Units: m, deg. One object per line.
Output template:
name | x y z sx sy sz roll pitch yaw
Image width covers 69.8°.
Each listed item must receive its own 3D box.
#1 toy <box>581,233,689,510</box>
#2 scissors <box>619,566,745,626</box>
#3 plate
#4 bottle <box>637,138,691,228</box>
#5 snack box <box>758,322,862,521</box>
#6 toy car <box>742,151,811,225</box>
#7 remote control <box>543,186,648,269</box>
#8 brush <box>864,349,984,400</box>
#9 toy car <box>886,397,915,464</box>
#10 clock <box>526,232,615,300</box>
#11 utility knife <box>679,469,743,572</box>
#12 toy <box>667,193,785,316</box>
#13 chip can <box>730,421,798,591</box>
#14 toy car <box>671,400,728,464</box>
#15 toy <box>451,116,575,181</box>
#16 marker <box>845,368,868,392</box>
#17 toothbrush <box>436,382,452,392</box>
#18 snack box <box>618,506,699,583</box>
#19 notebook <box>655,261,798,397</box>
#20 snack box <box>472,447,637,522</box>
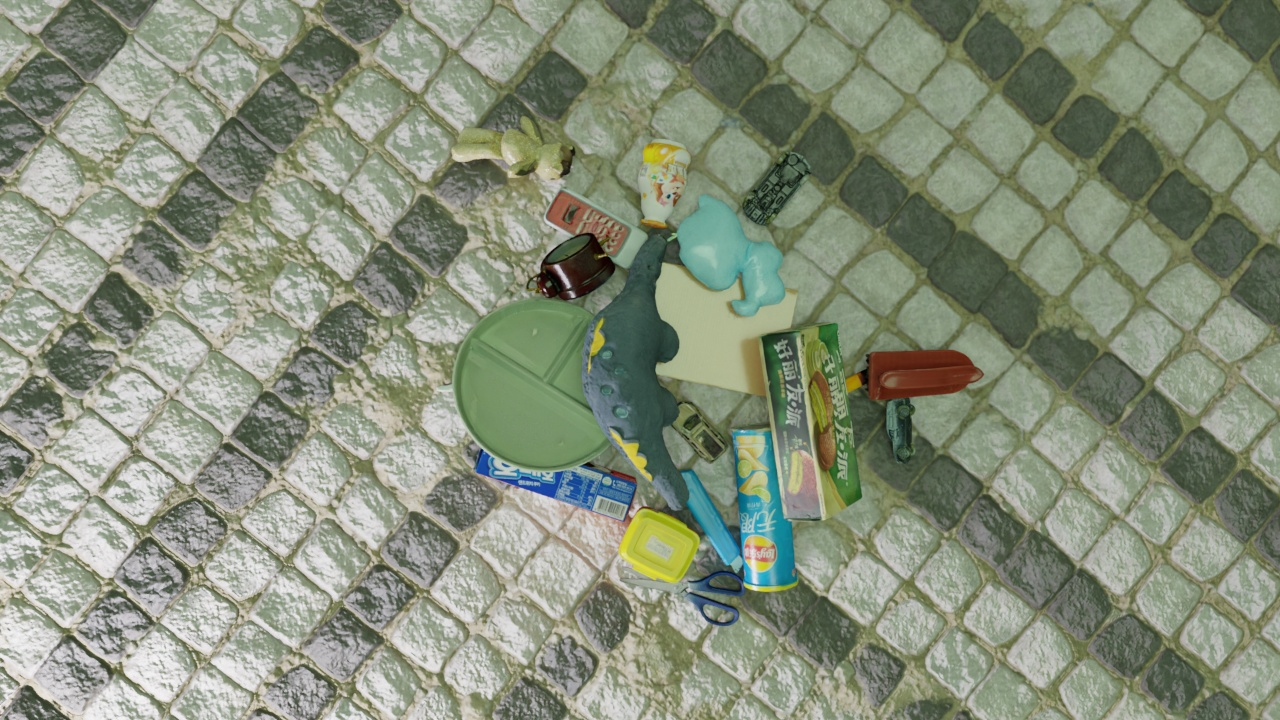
toy | -0.007 0.007 1.139 0.137 0.092 0.356 4 74 -22
scissors | 0.055 0.316 1.229 0.173 0.012 0.126 -14 92 0
plate | -0.123 0.031 1.171 0.230 0.027 0.230 3 73 -9
bottle | 0.027 -0.226 1.180 0.063 0.063 0.108 11 92 -2
snack box | 0.217 0.075 1.168 0.063 0.114 0.240 -7 92 37
toy car | 0.178 -0.225 1.200 0.049 0.031 0.105 40 92 -4
remote control | -0.058 -0.173 1.200 0.136 0.020 0.056 30 90 -3
brush | 0.368 0.018 1.190 0.145 0.069 0.063 -3 99 -10
toy car | 0.345 0.092 1.215 0.034 0.042 0.090 -3 90 25
clock | -0.090 -0.115 1.168 0.122 0.082 0.055 -22 117 15
utility knife | 0.092 0.214 1.223 0.034 0.018 0.161 -31 95 3
toy | 0.113 -0.136 1.191 0.156 0.050 0.161 1 82 -15
chip can | 0.162 0.189 1.197 0.071 0.071 0.210 -5 92 -2
toy car | 0.075 0.093 1.209 0.042 0.035 0.090 -43 91 -1
toy | -0.164 -0.265 1.178 0.157 0.066 0.105 9 50 1
marker | 0.307 0.018 1.224 0.124 0.015 0.018 -26 95 -3
toothbrush | -0.176 0.023 1.207 0.187 0.016 0.017 -7 85 -2
snack box | 0.022 0.235 1.190 0.091 0.080 0.082 27 90 -3
notebook | 0.092 -0.042 1.216 0.211 0.012 0.149 12 90 -2
snack box | -0.109 0.149 1.193 0.207 0.058 0.057 18 92 -3
